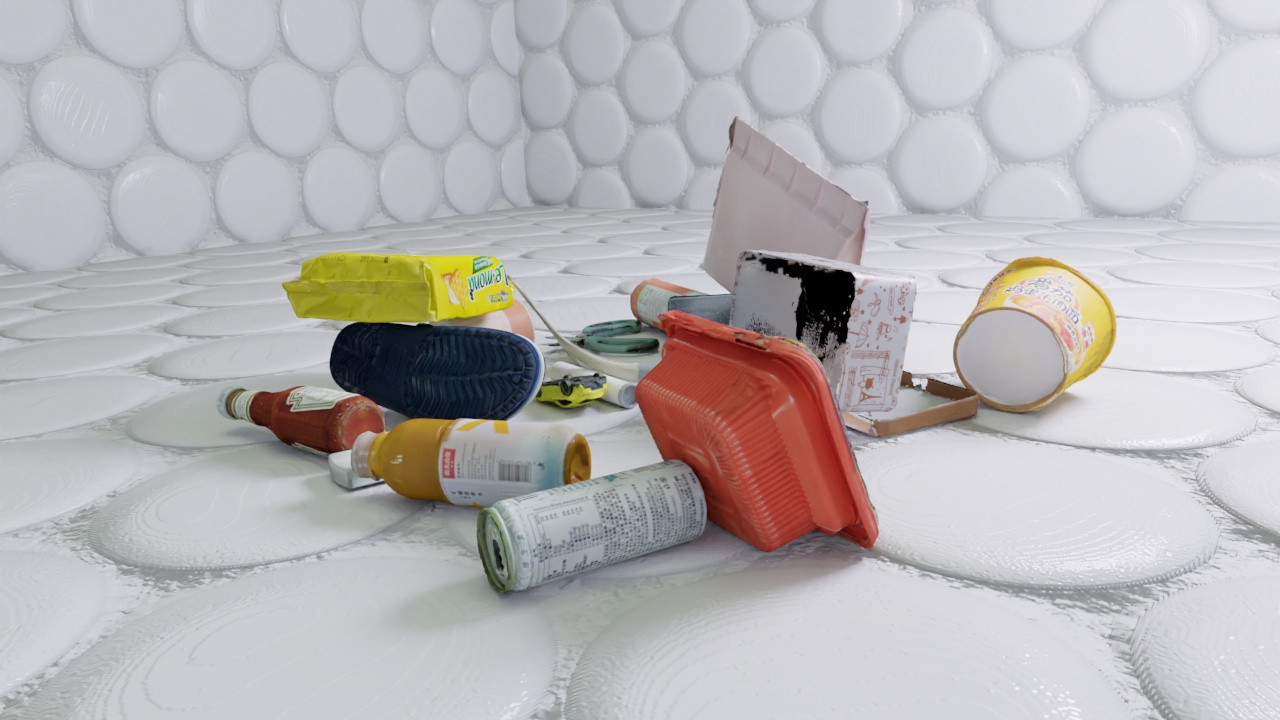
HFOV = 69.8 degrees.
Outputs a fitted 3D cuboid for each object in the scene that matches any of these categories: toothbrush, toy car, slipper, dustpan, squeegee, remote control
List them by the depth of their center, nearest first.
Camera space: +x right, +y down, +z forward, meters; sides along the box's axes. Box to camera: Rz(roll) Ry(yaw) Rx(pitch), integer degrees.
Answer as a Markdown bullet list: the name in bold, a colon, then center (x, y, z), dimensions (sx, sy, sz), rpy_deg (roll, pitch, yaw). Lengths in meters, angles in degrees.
- **remote control**: center (-0.203, 0.084, 0.808), dimensions (0.134, 0.019, 0.056), rpy_deg (-12, 17, -33)
- **slipper**: center (-0.204, 0.016, 0.938), dimensions (0.253, 0.105, 0.095), rpy_deg (7, -3, 26)
- **toy car**: center (-0.075, 0.032, 0.968), dimensions (0.048, 0.032, 0.105), rpy_deg (-14, 7, -36)
- **squeegee**: center (-0.006, 0.006, 0.994), dimensions (0.247, 0.039, 0.246), rpy_deg (18, -14, 16)
- **toothbrush**: center (-0.077, 0.019, 1.030), dimensions (0.026, 0.027, 0.221), rpy_deg (-33, 28, -28)
- **dustpan**: center (0.193, -0.148, 1.145), dimensions (0.138, 0.274, 0.222), rpy_deg (-17, 51, -38)

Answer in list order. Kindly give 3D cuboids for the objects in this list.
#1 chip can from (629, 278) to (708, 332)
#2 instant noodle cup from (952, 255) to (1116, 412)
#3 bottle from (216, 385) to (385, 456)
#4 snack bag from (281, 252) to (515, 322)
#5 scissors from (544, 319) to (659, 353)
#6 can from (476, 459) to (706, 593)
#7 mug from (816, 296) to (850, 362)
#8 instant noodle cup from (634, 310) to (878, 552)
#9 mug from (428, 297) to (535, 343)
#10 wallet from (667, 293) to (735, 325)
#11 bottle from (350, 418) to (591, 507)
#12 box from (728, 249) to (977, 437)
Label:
- **chip can**: center (0.059, -0.065, 1.245), dimensions (0.071, 0.071, 0.215), rpy_deg (-9, 15, -24)
- **instant noodle cup**: center (0.380, -0.019, 0.904), dimensions (0.138, 0.138, 0.109), rpy_deg (10, 27, 39)
- **bottle**: center (-0.331, 0.052, 0.874), dimensions (0.206, 0.060, 0.059), rpy_deg (7, 17, 33)
- **snack bag**: center (-0.246, -0.082, 0.996), dimensions (0.158, 0.068, 0.246), rpy_deg (2, 7, 14)
- **scissors**: center (-0.035, -0.030, 1.233), dimensions (0.169, 0.019, 0.179), rpy_deg (-14, 19, -43)
- **can**: center (-0.030, 0.107, 0.607), dimensions (0.146, 0.058, 0.058), rpy_deg (-11, 17, -28)
- **mug**: center (0.236, -0.040, 1.035), dimensions (0.103, 0.125, 0.084), rpy_deg (-6, 57, -6)
- **instant noodle cup**: center (0.067, 0.054, 0.643), dimensions (0.079, 0.164, 0.189), rpy_deg (-34, 25, -18)
- **mug**: center (-0.205, -0.024, 1.134), dimensions (0.105, 0.081, 0.115), rpy_deg (-17, -6, -41)
- **wallet**: center (0.092, -0.028, 1.041), dimensions (0.121, 0.097, 0.019), rpy_deg (-4, 10, -6)
- **bottle**: center (-0.135, 0.079, 0.715), dimensions (0.190, 0.068, 0.067), rpy_deg (2, 15, 17)
- **box**: center (0.215, -0.018, 0.898), dimensions (0.193, 0.157, 0.183), rpy_deg (-2, 14, -30)
